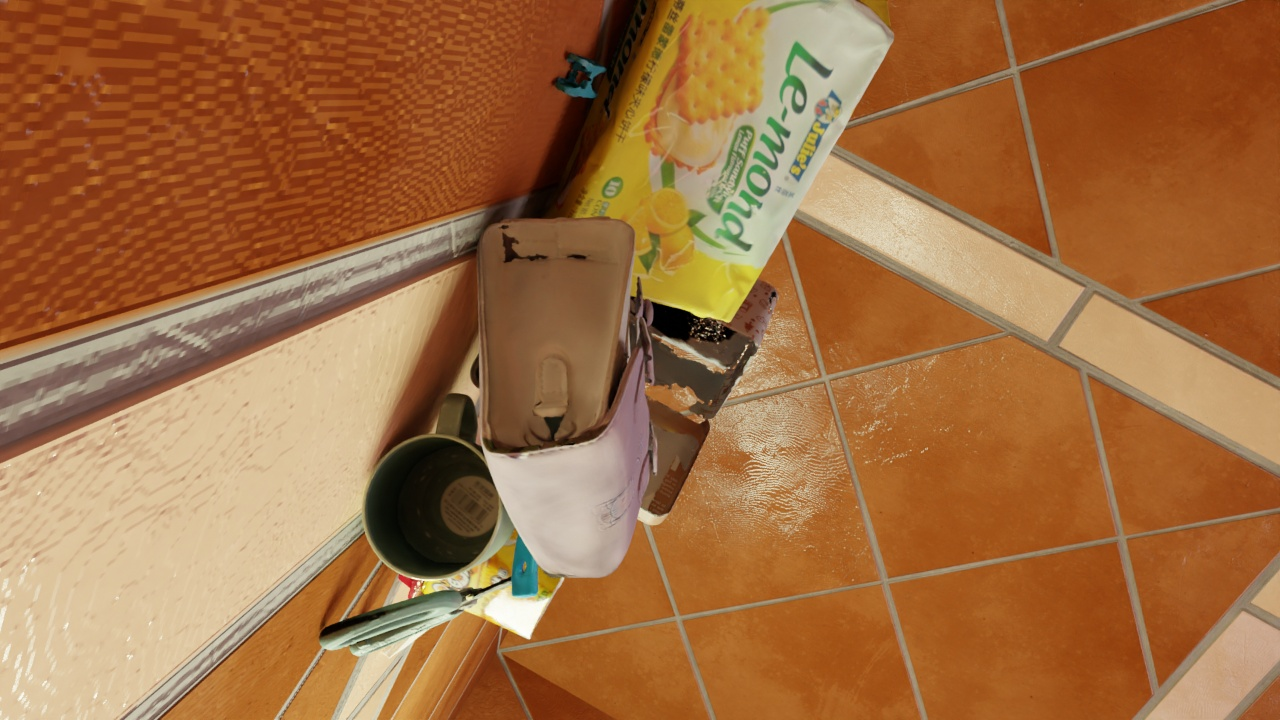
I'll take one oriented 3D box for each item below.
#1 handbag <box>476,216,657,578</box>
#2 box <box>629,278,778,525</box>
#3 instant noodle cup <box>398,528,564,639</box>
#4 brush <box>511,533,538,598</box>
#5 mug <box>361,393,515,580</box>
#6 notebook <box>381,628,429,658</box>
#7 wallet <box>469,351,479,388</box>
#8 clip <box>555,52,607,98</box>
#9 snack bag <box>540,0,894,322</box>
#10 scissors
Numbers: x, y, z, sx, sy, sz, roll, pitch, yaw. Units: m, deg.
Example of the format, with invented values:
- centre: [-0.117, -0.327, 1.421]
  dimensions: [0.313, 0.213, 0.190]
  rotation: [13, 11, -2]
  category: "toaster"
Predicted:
- centre: [-0.039, 0.031, 0.539]
  dimensions: [0.197, 0.098, 0.144]
  rotation: [88, 3, -59]
  category: "handbag"
- centre: [-0.001, 0.001, 0.824]
  dimensions: [0.197, 0.181, 0.158]
  rotation: [-59, 178, -40]
  category: "box"
- centre: [-0.123, 0.164, 0.787]
  dimensions: [0.116, 0.123, 0.115]
  rotation: [-64, 175, 35]
  category: "instant noodle cup"
- centre: [-0.067, 0.057, 0.709]
  dimensions: [0.083, 0.046, 0.254]
  rotation: [-19, -130, 41]
  category: "brush"
- centre: [-0.119, 0.077, 0.580]
  dimensions: [0.106, 0.082, 0.111]
  rotation: [87, 8, -83]
  category: "mug"
- centre: [-0.170, 0.212, 0.958]
  dimensions: [0.209, 0.012, 0.150]
  rotation: [-48, 174, 5]
  category: "notebook"
- centre: [-0.076, -0.027, 0.669]
  dimensions: [0.106, 0.037, 0.129]
  rotation: [-61, 177, 2]
  category: "wallet"
- centre: [-0.031, -0.152, 0.495]
  dimensions: [0.045, 0.014, 0.056]
  rotation: [-64, 175, 19]
  category: "clip"
- centre: [0.038, -0.142, 0.576]
  dimensions: [0.247, 0.157, 0.068]
  rotation: [-61, -143, 24]
  category: "snack bag"
- centre: [-0.171, 0.195, 0.692]
  dimensions: [0.169, 0.019, 0.182]
  rotation: [-8, 158, -42]
  category: "scissors"
